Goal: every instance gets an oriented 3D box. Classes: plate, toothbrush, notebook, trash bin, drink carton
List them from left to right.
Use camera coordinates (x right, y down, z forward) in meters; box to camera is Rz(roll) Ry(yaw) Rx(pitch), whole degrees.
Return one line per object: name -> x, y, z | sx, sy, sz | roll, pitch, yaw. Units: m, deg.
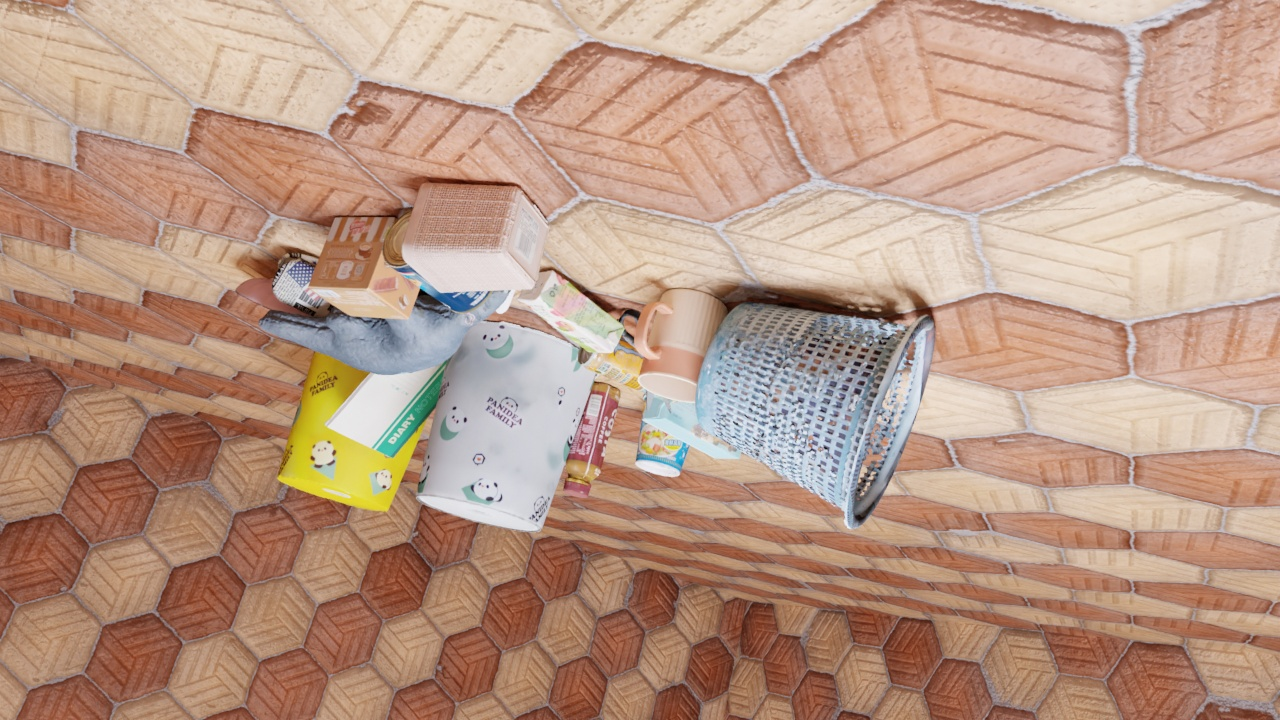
plate -> -0.472, -0.075, 1.301 | 0.192, 0.039, 0.192 | 24, 177, 1
trash bin -> -0.467, 0.101, 1.524 | 0.229, 0.254, 0.230 | 14, 161, 5
notebook -> -0.358, 0.045, 1.393 | 0.012, 0.209, 0.150 | 40, 179, 35
trash bin -> -0.199, 0.102, 1.328 | 0.229, 0.251, 0.230 | 13, 162, 4
toothbrush -> -0.160, -0.083, 1.131 | 0.016, 0.016, 0.180 | 11, 164, -15
drink carton -> -0.081, -0.057, 1.086 | 0.122, 0.045, 0.054 | 36, 160, -31
trash bin -> 0.173, 0.034, 0.958 | 0.195, 0.226, 0.226 | 21, 165, 25

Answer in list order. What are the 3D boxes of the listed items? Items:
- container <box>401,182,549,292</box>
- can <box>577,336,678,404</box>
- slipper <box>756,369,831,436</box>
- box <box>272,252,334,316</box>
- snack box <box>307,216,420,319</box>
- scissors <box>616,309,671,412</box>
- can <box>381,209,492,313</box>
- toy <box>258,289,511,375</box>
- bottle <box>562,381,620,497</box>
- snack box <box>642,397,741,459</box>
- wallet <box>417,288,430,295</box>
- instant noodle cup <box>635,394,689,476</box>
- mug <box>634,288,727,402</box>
container -> -0.160, -0.122, 0.916 | 0.111, 0.089, 0.090 | 3, 158, 22
can -> -0.007, 0.007, 1.211 | 0.146, 0.058, 0.058 | 24, 160, -25
slipper -> 0.167, 0.043, 1.149 | 0.110, 0.083, 0.269 | 23, 158, -18
box -> -0.406, -0.081, 1.220 | 0.163, 0.086, 0.076 | 30, 142, -30
snack box -> -0.309, -0.106, 1.057 | 0.093, 0.094, 0.077 | 4, 159, 28
scissors -> 0.022, 0.003, 1.148 | 0.165, 0.014, 0.163 | 44, 133, -20
can -> -0.220, -0.110, 1.011 | 0.075, 0.075, 0.111 | 3, 158, 32
toy -> -0.305, -0.041, 1.158 | 0.357, 0.091, 0.138 | -8, 141, 20
bottle -> -0.078, 0.123, 1.413 | 0.057, 0.174, 0.057 | 14, 162, 4
snack box -> 0.083, 0.081, 1.329 | 0.052, 0.074, 0.174 | -4, 154, 45
wallet -> -0.278, -0.083, 1.206 | 0.101, 0.032, 0.124 | 7, 161, 12
instant noodle cup -> 0.038, 0.117, 1.412 | 0.099, 0.109, 0.099 | 14, 162, 4
mug -> 0.039, -0.022, 1.017 | 0.082, 0.105, 0.114 | -4, 154, 44
